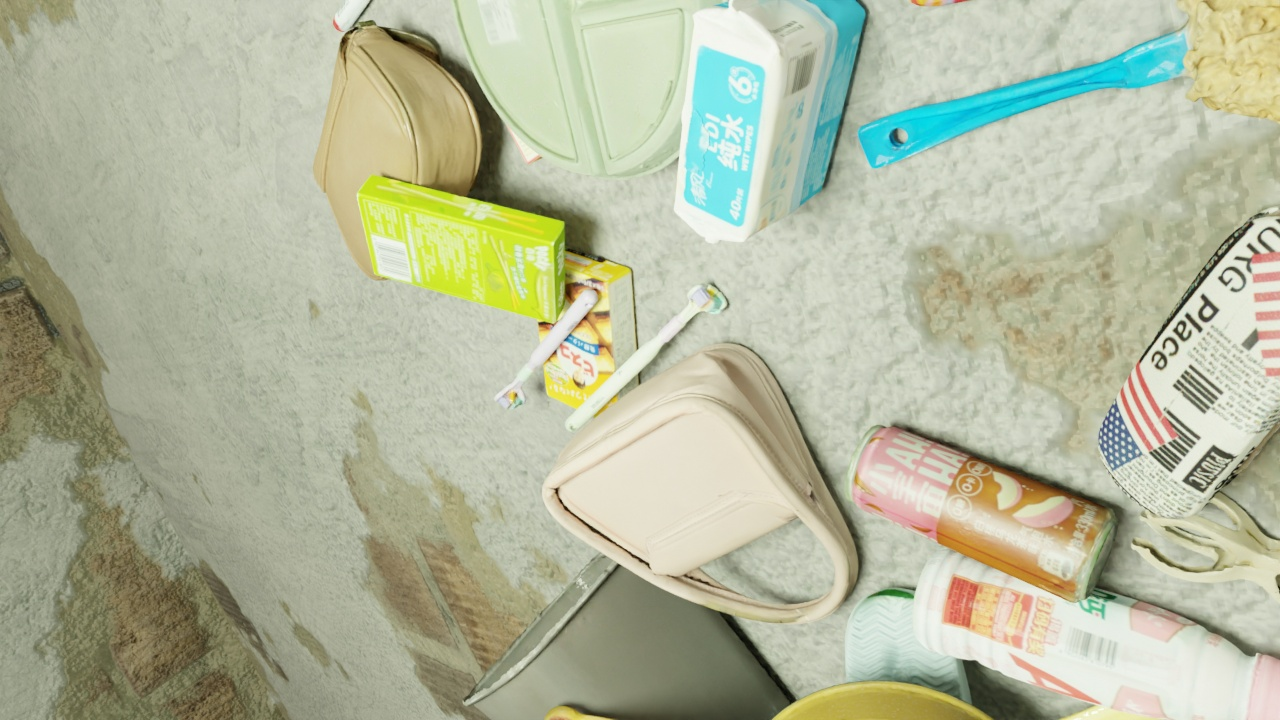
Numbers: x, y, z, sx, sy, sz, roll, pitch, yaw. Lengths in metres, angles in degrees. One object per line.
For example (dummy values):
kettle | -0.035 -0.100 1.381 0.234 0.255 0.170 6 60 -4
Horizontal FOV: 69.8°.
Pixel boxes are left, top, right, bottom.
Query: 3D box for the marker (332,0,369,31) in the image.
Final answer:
marker | -0.215 -0.304 0.734 0.146 0.017 0.017 -19 102 51

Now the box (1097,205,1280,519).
box | 0.261 0.008 0.419 0.075 0.076 0.164 39 142 27

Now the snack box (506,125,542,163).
snack box | -0.048 -0.199 0.628 0.156 0.026 0.077 -17 104 50

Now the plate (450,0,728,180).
plate | -0.043 -0.220 0.564 0.230 0.027 0.231 25 131 33

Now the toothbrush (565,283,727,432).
toothbrush | -0.004 0.004 0.699 0.029 0.020 0.190 32 130 -19

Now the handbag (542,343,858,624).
handbag | 0.062 0.116 0.692 0.234 0.093 0.194 47 129 -9

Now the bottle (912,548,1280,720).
bottle | 0.266 0.166 0.540 0.197 0.068 0.068 9 123 37

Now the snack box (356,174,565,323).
snack box | -0.133 -0.084 0.695 0.156 0.026 0.086 15 140 10

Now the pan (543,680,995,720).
pan | 0.092 0.297 0.642 0.358 0.078 0.198 3 108 13

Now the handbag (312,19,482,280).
handbag | -0.200 -0.167 0.757 0.147 0.099 0.205 55 142 11

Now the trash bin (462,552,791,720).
trash bin | -0.002 0.297 0.824 0.220 0.198 0.200 44 142 2

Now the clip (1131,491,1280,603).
clip | 0.309 0.091 0.464 0.104 0.034 0.076 15 127 33

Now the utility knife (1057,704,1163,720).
utility knife | 0.271 0.236 0.579 0.177 0.019 0.031 -40 89 26

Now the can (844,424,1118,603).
can | 0.201 0.089 0.553 0.147 0.057 0.058 22 131 35

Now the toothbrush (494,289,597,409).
toothbrush | -0.078 -0.007 0.754 0.190 0.029 0.021 -46 43 51

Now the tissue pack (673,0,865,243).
tissue pack | 0.066 -0.138 0.503 0.063 0.089 0.140 31 136 27

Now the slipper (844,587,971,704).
slipper | 0.203 0.281 0.671 0.104 0.074 0.245 -9 95 22

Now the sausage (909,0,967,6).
sausage | 0.185 -0.178 0.408 0.156 0.020 0.020 4 120 45

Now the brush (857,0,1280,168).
brush | 0.207 -0.127 0.413 0.255 0.045 0.083 -5 117 52

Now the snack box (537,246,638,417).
snack box | -0.044 -0.020 0.751 0.087 0.033 0.141 23 133 35
